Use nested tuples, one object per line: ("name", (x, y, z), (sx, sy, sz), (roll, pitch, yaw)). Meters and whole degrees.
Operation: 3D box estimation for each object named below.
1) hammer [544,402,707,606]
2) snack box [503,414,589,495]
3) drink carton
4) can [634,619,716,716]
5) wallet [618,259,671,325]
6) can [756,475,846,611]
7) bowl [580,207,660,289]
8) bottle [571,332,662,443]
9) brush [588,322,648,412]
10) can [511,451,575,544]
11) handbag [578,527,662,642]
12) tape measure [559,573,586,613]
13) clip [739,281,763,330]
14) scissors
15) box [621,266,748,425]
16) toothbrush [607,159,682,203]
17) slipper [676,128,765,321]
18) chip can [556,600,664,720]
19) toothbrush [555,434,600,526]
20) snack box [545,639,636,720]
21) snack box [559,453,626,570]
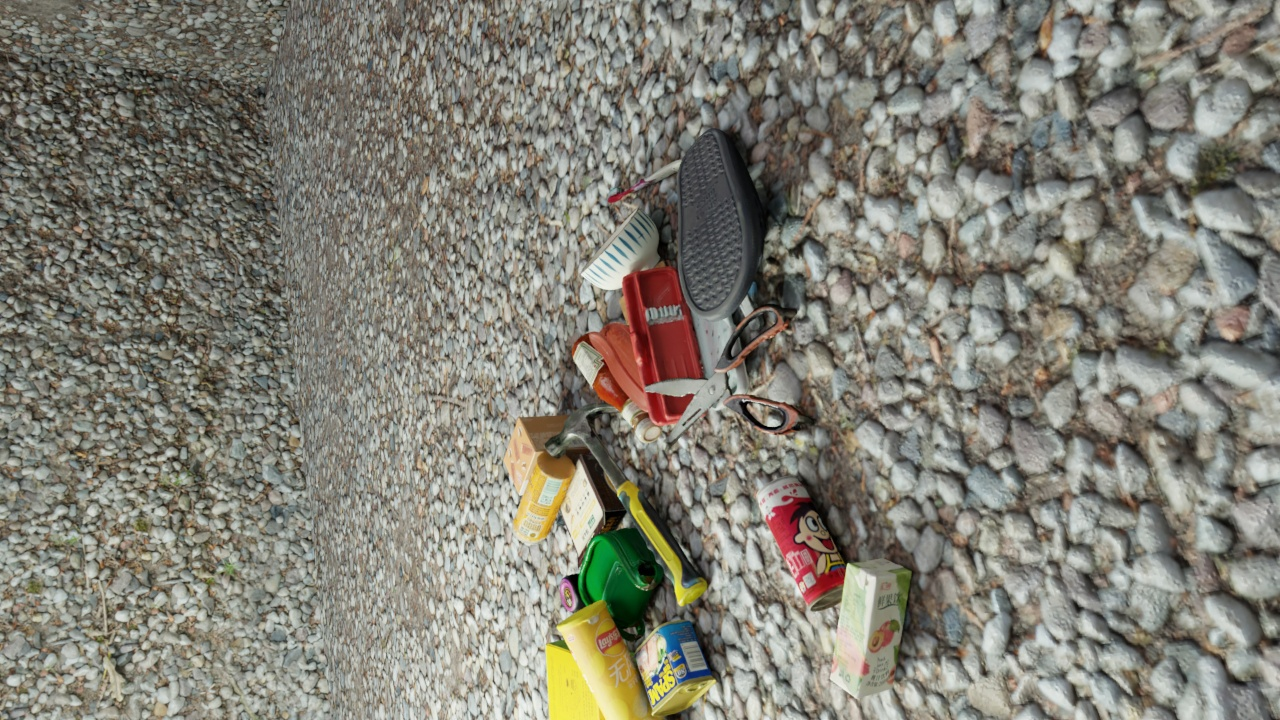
("hammer", (-0.010, 0.181, 1.219), (0.126, 0.032, 0.323), (-46, 54, 12))
("snack box", (-0.144, 0.143, 1.399), (0.077, 0.092, 0.095), (56, 135, 41))
("drink carton", (0.218, 0.253, 0.876), (0.045, 0.053, 0.122), (19, 106, 56))
("can", (0.040, 0.387, 1.155), (0.102, 0.057, 0.083), (-58, 43, 40))
("wallet", (0.018, -0.063, 1.209), (0.116, 0.020, 0.101), (-41, 60, 47))
("can", (0.169, 0.187, 0.949), (0.053, 0.053, 0.132), (-57, 46, 41))
("bowl", (-0.017, -0.136, 1.198), (0.066, 0.116, 0.117), (41, 142, -9))
("bottle", (-0.030, 0.036, 1.244), (0.206, 0.059, 0.060), (52, 132, 45))
("brush", (-0.007, 0.007, 1.178), (0.146, 0.069, 0.063), (50, 131, 26))
("can", (-0.144, 0.203, 1.352), (0.058, 0.058, 0.146), (56, 135, 40))
("handbag", (-0.024, 0.299, 1.240), (0.120, 0.067, 0.131), (47, 129, 45))
("tape measure", (-0.094, 0.349, 1.378), (0.057, 0.039, 0.058), (24, 116, 54))
("clip", (0.124, -0.060, 1.043), (0.027, 0.043, 0.058), (-35, 70, 49))
("scissors", (0.099, 0.024, 1.030), (0.226, 0.015, 0.189), (13, 93, 34))
("box", (0.058, -0.031, 1.110), (0.155, 0.074, 0.201), (-21, 70, 27))
("toothbrush", (0.006, -0.241, 1.226), (0.188, 0.016, 0.017), (-12, 71, 57))
("slipper", (0.103, -0.152, 1.033), (0.111, 0.083, 0.267), (-41, 39, 38))
("chip can", (-0.030, 0.423, 1.194), (0.072, 0.071, 0.213), (-35, 81, 52))
("toothbrush", (-0.094, 0.184, 1.393), (0.014, 0.017, 0.190), (56, 134, 43))
("snack box", (-0.067, 0.515, 1.313), (0.158, 0.070, 0.210), (-10, 82, 57))
("snack box", (-0.071, 0.217, 1.323), (0.125, 0.053, 0.113), (62, 139, 36))
